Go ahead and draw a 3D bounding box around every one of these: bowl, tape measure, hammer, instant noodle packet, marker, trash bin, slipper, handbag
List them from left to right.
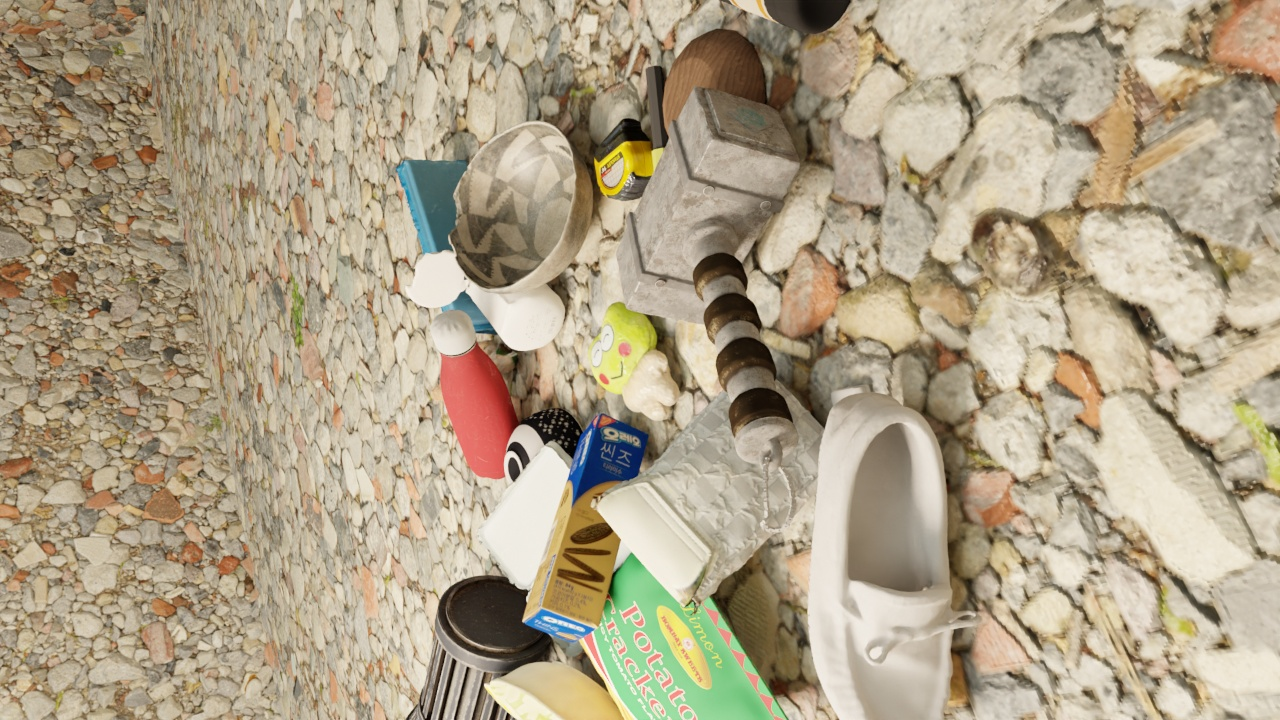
[{"bbox_3d":[-0.196,0.391,1.118,0.164,0.164,0.228,42,125,42],"label":"trash bin"},{"bbox_3d":[-0.108,-0.148,0.942,0.179,0.081,0.178,-11,73,37],"label":"bowl"},{"bbox_3d":[-0.113,0.116,1.022,0.120,0.066,0.120,15,108,53],"label":"bowl"},{"bbox_3d":[-0.068,0.377,0.972,0.220,0.060,0.188,16,144,37],"label":"bowl"},{"bbox_3d":[-0.012,-0.180,0.848,0.066,0.037,0.064,-39,64,53],"label":"tape measure"},{"bbox_3d":[0.019,0.272,0.838,0.195,0.090,0.253,57,143,14],"label":"instant noodle packet"},{"bbox_3d":[0.020,-0.200,0.818,0.021,0.017,0.124,-6,90,22],"label":"marker"},{"bbox_3d":[0.052,-0.214,0.758,0.118,0.030,0.118,15,108,53],"label":"bowl"},{"bbox_3d":[0.065,0.098,0.714,0.112,0.171,0.123,46,174,16],"label":"handbag"},{"bbox_3d":[0.063,-0.034,0.643,0.325,0.079,0.177,-100,29,-43],"label":"hammer"},{"bbox_3d":[0.169,0.145,0.615,0.074,0.112,0.247,-26,-67,-84],"label":"slipper"}]

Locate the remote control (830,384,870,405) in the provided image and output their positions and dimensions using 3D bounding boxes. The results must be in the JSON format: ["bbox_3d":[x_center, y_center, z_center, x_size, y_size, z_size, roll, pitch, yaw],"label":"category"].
[{"bbox_3d":[0.165,0.083,0.673,0.033,0.012,0.131,-17,83,54],"label":"remote control"}]

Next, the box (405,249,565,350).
[{"bbox_3d":[-0.166,-0.064,0.991,0.106,0.150,0.080,48,131,42],"label":"box"}]

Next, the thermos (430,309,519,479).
[{"bbox_3d":[-0.185,0.038,1.029,0.073,0.073,0.240,48,157,39],"label":"thermos"}]

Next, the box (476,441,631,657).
[{"bbox_3d":[-0.081,0.205,0.974,0.189,0.037,0.209,50,130,16],"label":"box"}]

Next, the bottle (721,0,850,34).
[{"bbox_3d":[0.076,-0.295,0.683,0.181,0.059,0.059,42,129,42],"label":"bottle"}]

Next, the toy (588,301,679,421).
[{"bbox_3d":[-0.005,0.005,0.870,0.115,0.046,0.092,51,132,25],"label":"toy"}]

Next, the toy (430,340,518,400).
[{"bbox_3d":[-0.194,0.010,1.108,0.106,0.074,0.085,-19,44,27],"label":"toy"}]

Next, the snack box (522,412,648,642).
[{"bbox_3d":[-0.047,0.150,0.852,0.057,0.056,0.206,-50,19,53],"label":"snack box"}]

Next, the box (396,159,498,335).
[{"bbox_3d":[-0.223,-0.136,1.107,0.053,0.093,0.231,-42,64,49],"label":"box"}]
